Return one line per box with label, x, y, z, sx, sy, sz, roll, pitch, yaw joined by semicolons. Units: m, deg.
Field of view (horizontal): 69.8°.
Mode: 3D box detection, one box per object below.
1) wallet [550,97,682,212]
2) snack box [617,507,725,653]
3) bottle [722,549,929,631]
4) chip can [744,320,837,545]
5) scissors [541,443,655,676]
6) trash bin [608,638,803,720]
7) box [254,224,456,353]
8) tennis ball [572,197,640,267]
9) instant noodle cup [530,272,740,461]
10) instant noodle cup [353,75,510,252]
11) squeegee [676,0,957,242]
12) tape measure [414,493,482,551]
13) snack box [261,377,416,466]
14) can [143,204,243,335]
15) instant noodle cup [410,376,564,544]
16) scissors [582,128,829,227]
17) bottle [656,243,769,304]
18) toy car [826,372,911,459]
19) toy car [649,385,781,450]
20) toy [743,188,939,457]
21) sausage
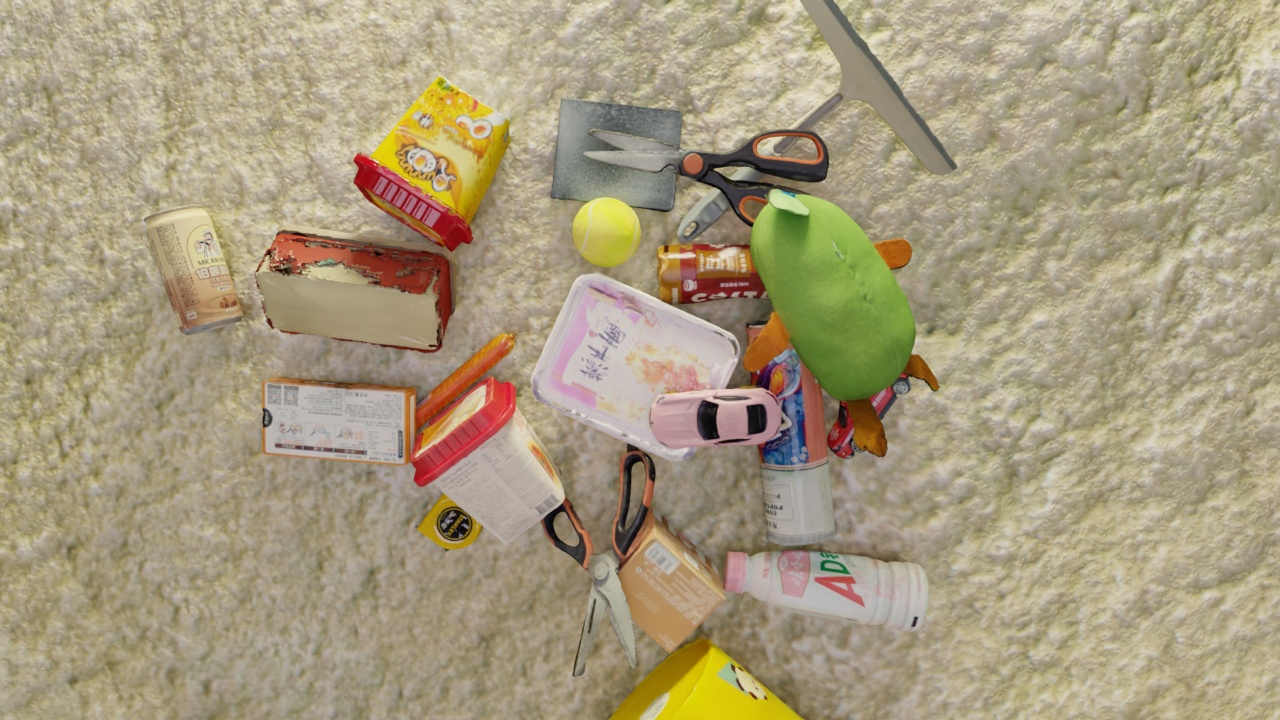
wallet;-0.023;-0.198;0.888;0.121;0.019;0.097;6;99;-2
snack box;0.020;0.213;0.900;0.093;0.094;0.077;43;95;-5
bottle;0.182;0.225;0.918;0.197;0.068;0.068;7;97;2
chip can;0.147;0.066;0.894;0.071;0.071;0.215;-6;97;1
scissors;-0.035;0.179;0.862;0.189;0.227;0.015;-49;137;0
trash bin;0.094;0.422;0.872;0.255;0.229;0.230;45;95;1
box;-0.264;-0.061;0.855;0.168;0.080;0.091;8;138;-1
tennis ball;-0.032;-0.122;0.872;0.065;0.065;0.065;0;97;0
instant noodle cup;-0.005;0.005;0.892;0.173;0.060;0.138;24;97;-2
instant noodle cup;-0.185;-0.182;0.847;0.116;0.116;0.123;32;85;-4
squeegee;0.129;-0.198;0.877;0.247;0.039;0.246;-41;106;11
tape measure;-0.187;0.161;0.926;0.057;0.029;0.060;37;96;-3
snack box;-0.297;0.060;0.902;0.154;0.026;0.075;4;98;9
can;-0.428;-0.086;0.879;0.058;0.058;0.116;-16;97;2
instant noodle cup;-0.141;0.099;0.883;0.117;0.116;0.124;-37;107;4
scissors;0.066;-0.192;0.850;0.234;0.021;0.160;35;97;-6
bottle;0.104;-0.086;0.881;0.175;0.057;0.057;-3;97;0
toy car;0.222;0.041;0.901;0.045;0.053;0.120;32;93;-3
toy car;0.069;0.054;0.851;0.122;0.037;0.056;-4;96;1
toy;0.177;-0.046;0.816;0.226;0.090;0.247;-35;98;-31
sausage;-0.186;0.026;0.913;0.165;0.021;0.021;-39;96;5
